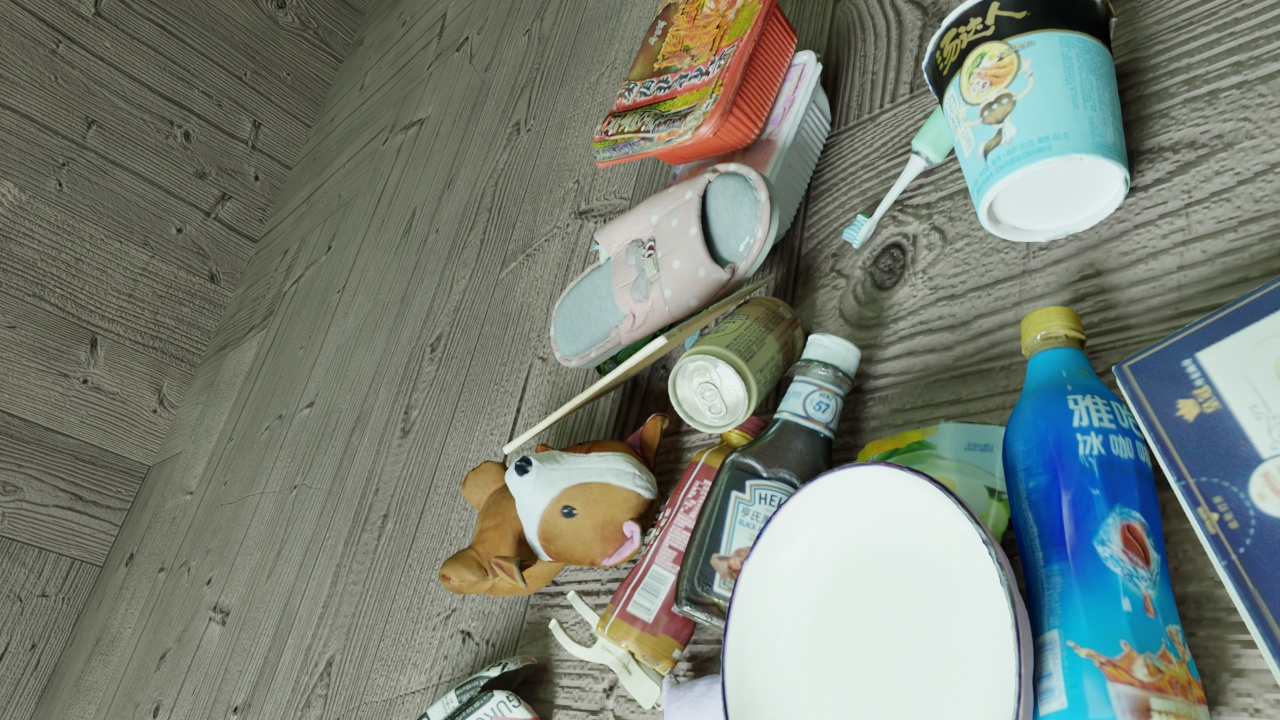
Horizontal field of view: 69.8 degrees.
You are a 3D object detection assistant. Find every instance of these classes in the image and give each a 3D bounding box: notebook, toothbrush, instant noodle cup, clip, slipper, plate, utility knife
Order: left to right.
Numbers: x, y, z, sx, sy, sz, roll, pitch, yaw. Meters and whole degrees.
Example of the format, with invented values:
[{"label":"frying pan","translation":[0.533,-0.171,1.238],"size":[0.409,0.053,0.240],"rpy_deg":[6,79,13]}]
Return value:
[{"label":"clip","translation":[-0.026,0.196,0.633],"size":[0.035,0.094,0.102],"rpy_deg":[-56,21,4]},{"label":"notebook","translation":[-0.004,0.004,0.703],"size":[0.147,0.008,0.208],"rpy_deg":[-30,-4,-46]},{"label":"slipper","translation":[0.000,-0.071,0.737],"size":[0.275,0.054,0.114],"rpy_deg":[-29,60,45]},{"label":"utility knife","translation":[0.043,-0.089,0.816],"size":[0.031,0.021,0.205],"rpy_deg":[-39,31,36]},{"label":"instant noodle cup","translation":[0.052,-0.236,0.756],"size":[0.165,0.079,0.188],"rpy_deg":[5,69,55]},{"label":"instant noodle cup","translation":[0.091,-0.163,0.773],"size":[0.138,0.060,0.173],"rpy_deg":[5,67,55]},{"label":"plate","translation":[0.112,0.146,0.445],"size":[0.193,0.039,0.192],"rpy_deg":[-37,44,46]},{"label":"toothbrush","translation":[0.218,-0.170,0.638],"size":[0.027,0.026,0.225],"rpy_deg":[42,100,32]},{"label":"instant noodle cup","translation":[0.229,-0.139,0.531],"size":[0.111,0.111,0.120],"rpy_deg":[-26,52,41]}]

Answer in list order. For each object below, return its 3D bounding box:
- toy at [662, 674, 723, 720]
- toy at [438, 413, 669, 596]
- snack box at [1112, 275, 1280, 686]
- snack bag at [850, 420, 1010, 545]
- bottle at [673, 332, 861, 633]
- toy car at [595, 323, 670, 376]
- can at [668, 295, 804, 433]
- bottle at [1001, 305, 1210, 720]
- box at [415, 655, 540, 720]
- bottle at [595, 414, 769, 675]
[{"label":"toy","translation":[0.050,0.213,0.538],"size":[0.108,0.039,0.083],"rpy_deg":[-31,42,34]},{"label":"toy","translation":[-0.066,0.114,0.712],"size":[0.200,0.130,0.139],"rpy_deg":[-19,47,33]},{"label":"snack box","translation":[0.303,0.031,0.339],"size":[0.183,0.045,0.177],"rpy_deg":[-37,38,31]},{"label":"snack bag","translation":[0.147,0.129,0.480],"size":[0.111,0.039,0.190],"rpy_deg":[-16,54,42]},{"label":"bottle","translation":[0.087,0.076,0.567],"size":[0.044,0.080,0.194],"rpy_deg":[95,-161,-76]},{"label":"toy car","translation":[-0.008,-0.022,0.812],"size":[0.091,0.036,0.043],"rpy_deg":[-47,37,23]},{"label":"can","translation":[0.068,0.000,0.622],"size":[0.059,0.058,0.116],"rpy_deg":[-32,4,35]},{"label":"bottle","translation":[0.204,0.070,0.424],"size":[0.065,0.065,0.218],"rpy_deg":[-27,43,40]},{"label":"box","translation":[-0.135,0.301,0.712],"size":[0.163,0.076,0.088],"rpy_deg":[-40,61,22]},{"label":"bottle","translation":[0.038,0.116,0.607],"size":[0.057,0.057,0.174],"rpy_deg":[9,64,56]}]
